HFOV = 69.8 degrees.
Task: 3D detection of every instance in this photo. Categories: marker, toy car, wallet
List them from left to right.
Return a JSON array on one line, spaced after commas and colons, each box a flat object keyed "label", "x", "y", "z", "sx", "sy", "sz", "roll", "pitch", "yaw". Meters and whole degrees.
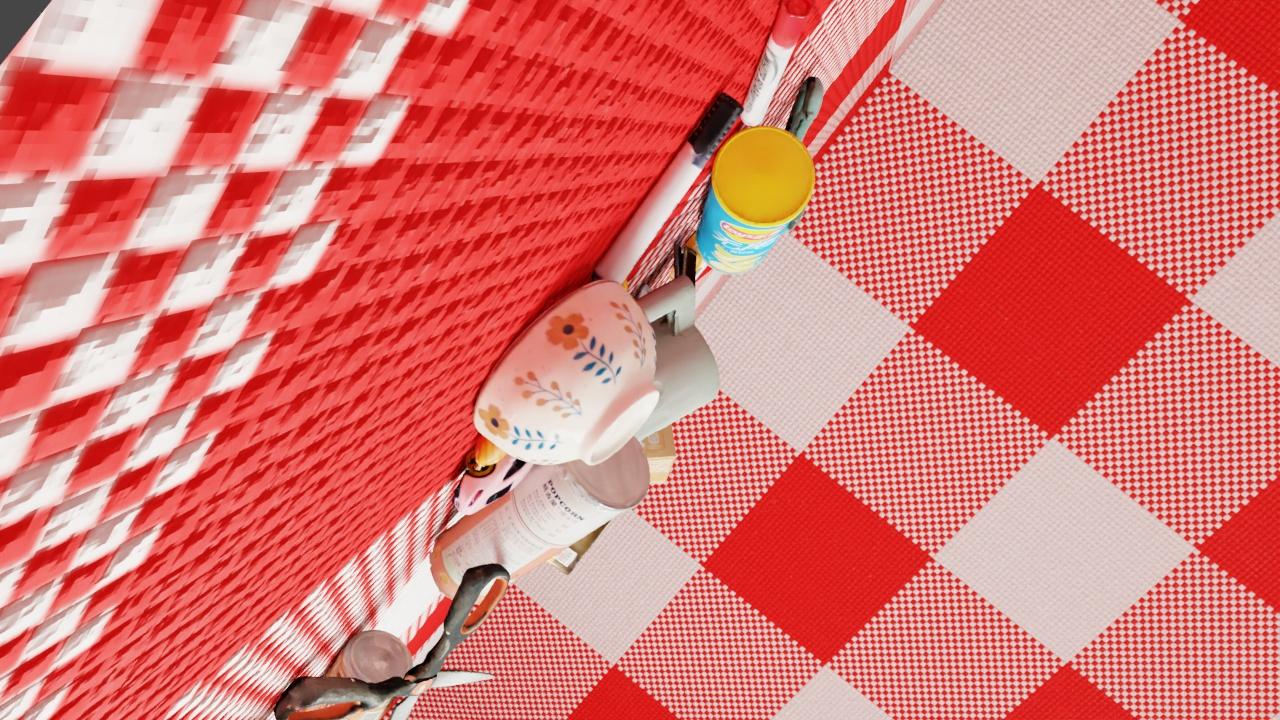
[{"label": "toy car", "x": -0.084, "y": 0.056, "z": 0.630, "sx": 0.122, "sy": 0.037, "sz": 0.056, "roll": -51, "pitch": 179, "yaw": -25}, {"label": "marker", "x": 0.012, "y": -0.089, "z": 0.507, "sx": 0.131, "sy": 0.018, "sz": 0.022, "roll": -53, "pitch": 176, "yaw": 18}, {"label": "wallet", "x": 0.039, "y": -0.041, "z": 0.834, "sx": 0.096, "sy": 0.020, "sz": 0.122, "roll": -15, "pitch": 106, "yaw": -82}, {"label": "marker", "x": 0.075, "y": -0.168, "z": 0.525, "sx": 0.017, "sy": 0.017, "sz": 0.145, "roll": -51, "pitch": 177, "yaw": -8}]

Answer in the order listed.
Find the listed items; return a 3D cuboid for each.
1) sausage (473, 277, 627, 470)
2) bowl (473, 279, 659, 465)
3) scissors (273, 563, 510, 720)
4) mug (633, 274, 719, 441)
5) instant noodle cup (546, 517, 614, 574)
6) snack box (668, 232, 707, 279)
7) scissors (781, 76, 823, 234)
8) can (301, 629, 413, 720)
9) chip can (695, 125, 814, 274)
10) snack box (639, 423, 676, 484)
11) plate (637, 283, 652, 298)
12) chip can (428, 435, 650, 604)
[{"label": "sausage", "x": -0.057, "y": 0.006, "z": 0.565, "sx": 0.165, "sy": 0.021, "sz": 0.021, "roll": -52, "pitch": 177, "yaw": 15}, {"label": "bowl", "x": -0.030, "y": 0.017, "z": 0.507, "sx": 0.113, "sy": 0.062, "sz": 0.113, "roll": -44, "pitch": 166, "yaw": -14}, {"label": "scissors", "x": -0.171, "y": 0.237, "z": 0.689, "sx": 0.220, "sy": 0.021, "sz": 0.234, "roll": 2, "pitch": 127, "yaw": -51}, {"label": "mug", "x": -0.004, "y": 0.004, "z": 0.702, "sx": 0.103, "sy": 0.083, "sz": 0.124, "roll": -30, "pitch": 140, "yaw": -25}, {"label": "instant noodle cup", "x": -0.094, "y": 0.160, "z": 0.989, "sx": 0.118, "sy": 0.114, "sz": 0.118, "roll": -51, "pitch": 176, "yaw": -5}, {"label": "snack box", "x": 0.089, "y": -0.145, "z": 0.939, "sx": 0.153, "sy": 0.026, "sz": 0.075, "roll": -51, "pitch": 177, "yaw": -22}, {"label": "scissors", "x": 0.132, "y": -0.158, "z": 0.828, "sx": 0.177, "sy": 0.019, "sz": 0.171, "roll": 108, "pitch": -10, "yaw": -56}, {"label": "can", "x": -0.235, "y": 0.276, "z": 0.753, "sx": 0.117, "sy": 0.058, "sz": 0.058, "roll": -53, "pitch": 177, "yaw": 29}, {"label": "chip can", "x": 0.085, "y": -0.120, "z": 0.734, "sx": 0.071, "sy": 0.071, "sz": 0.210, "roll": -51, "pitch": 177, "yaw": -3}, {"label": "snack box", "x": -0.016, "y": 0.086, "z": 1.041, "sx": 0.077, "sy": 0.092, "sz": 0.094, "roll": 103, "pitch": -18, "yaw": -59}, {"label": "plate", "x": -0.001, "y": 0.015, "z": 0.887, "sx": 0.265, "sy": 0.034, "sz": 0.162, "roll": 49, "pitch": 58, "yaw": -86}, {"label": "chip can", "x": -0.084, "y": 0.121, "z": 0.697, "sx": 0.215, "sy": 0.071, "sz": 0.071, "roll": -39, "pitch": -174, "yaw": 40}]
